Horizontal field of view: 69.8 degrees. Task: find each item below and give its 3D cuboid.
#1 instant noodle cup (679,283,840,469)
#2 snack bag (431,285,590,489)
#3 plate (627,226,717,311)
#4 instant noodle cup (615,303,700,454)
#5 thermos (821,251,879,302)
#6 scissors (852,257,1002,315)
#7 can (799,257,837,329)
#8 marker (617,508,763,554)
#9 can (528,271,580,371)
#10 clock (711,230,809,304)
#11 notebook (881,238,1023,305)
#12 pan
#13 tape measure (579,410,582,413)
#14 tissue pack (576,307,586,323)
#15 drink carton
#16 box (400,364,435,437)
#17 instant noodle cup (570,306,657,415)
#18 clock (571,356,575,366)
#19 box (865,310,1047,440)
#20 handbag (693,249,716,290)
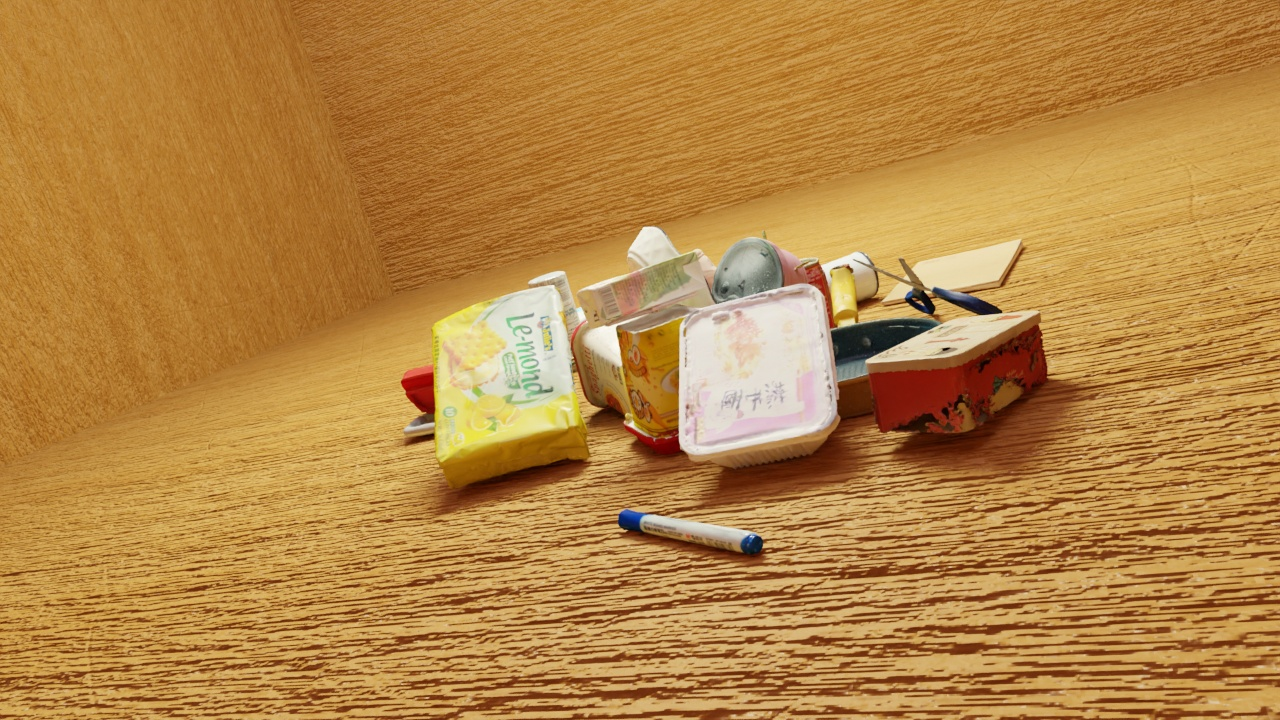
[{"bbox_3d":[0.107,0.021,0.815,0.138,0.060,0.173,-13,48,17],"label":"instant noodle cup"},{"bbox_3d":[-0.147,0.026,1.017,0.158,0.068,0.246,-16,49,3],"label":"snack bag"},{"bbox_3d":[0.049,-0.063,1.083,0.045,0.205,0.205,-35,15,-7],"label":"plate"},{"bbox_3d":[0.035,0.014,0.924,0.116,0.124,0.116,-20,13,-15],"label":"instant noodle cup"},{"bbox_3d":[0.207,-0.081,1.235,0.224,0.073,0.073,-21,13,-15],"label":"thermos"},{"bbox_3d":[0.318,-0.078,1.017,0.162,0.012,0.173,23,-5,31],"label":"scissors"},{"bbox_3d":[0.206,-0.076,1.154,0.066,0.094,0.066,-16,13,4],"label":"can"},{"bbox_3d":[0.034,0.128,0.688,0.016,0.017,0.146,-27,16,-37],"label":"marker"},{"bbox_3d":[-0.120,-0.058,1.376,0.058,0.147,0.058,-16,13,4],"label":"can"},{"bbox_3d":[0.139,-0.070,1.114,0.059,0.159,0.117,7,26,-39],"label":"clock"},{"bbox_3d":[0.426,-0.120,1.244,0.150,0.012,0.210,-10,15,33],"label":"notebook"},{"bbox_3d":[0.221,-0.033,0.988,0.198,0.078,0.356,-13,14,17],"label":"pan"},{"bbox_3d":[-0.096,0.069,1.068,0.054,0.025,0.058,6,11,-4],"label":"tape measure"},{"bbox_3d":[-0.091,-0.049,1.493,0.139,0.063,0.090,-27,18,-34],"label":"tissue pack"},{"bbox_3d":[0.002,-0.070,0.934,0.122,0.045,0.054,-20,3,-18],"label":"drink carton"},{"bbox_3d":[-0.227,0.057,1.239,0.202,0.095,0.098,-12,45,17],"label":"box"},{"bbox_3d":[-0.006,0.006,1.066,0.116,0.116,0.124,-21,25,-16],"label":"instant noodle cup"},{"bbox_3d":[-0.137,0.034,1.127,0.161,0.056,0.116,-28,-2,-7],"label":"clock"},{"bbox_3d":[0.269,0.015,0.762,0.091,0.077,0.167,-5,12,46],"label":"box"},{"bbox_3d":[0.007,-0.052,1.302,0.234,0.093,0.193,-33,-2,-11],"label":"handbag"}]
